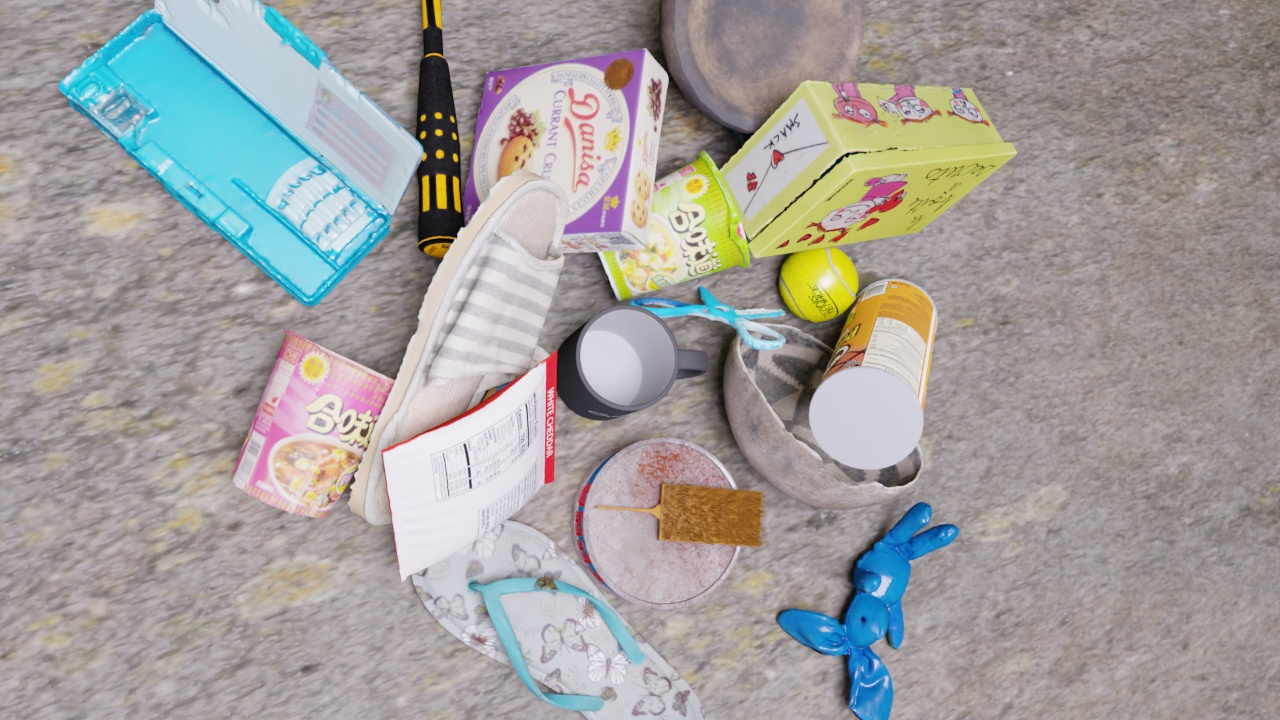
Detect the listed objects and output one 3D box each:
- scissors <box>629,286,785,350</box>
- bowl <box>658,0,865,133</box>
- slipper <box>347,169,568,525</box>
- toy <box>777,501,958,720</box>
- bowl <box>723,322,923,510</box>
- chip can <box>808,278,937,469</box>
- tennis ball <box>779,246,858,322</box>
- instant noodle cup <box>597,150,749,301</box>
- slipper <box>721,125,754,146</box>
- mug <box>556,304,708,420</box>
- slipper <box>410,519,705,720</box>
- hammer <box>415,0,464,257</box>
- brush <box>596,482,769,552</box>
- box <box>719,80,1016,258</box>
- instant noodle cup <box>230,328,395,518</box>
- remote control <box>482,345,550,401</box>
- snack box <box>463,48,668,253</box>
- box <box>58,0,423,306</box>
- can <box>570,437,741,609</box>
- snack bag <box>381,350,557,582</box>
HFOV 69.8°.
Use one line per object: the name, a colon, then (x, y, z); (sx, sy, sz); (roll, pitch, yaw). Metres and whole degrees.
scissors: (0.057, -0.036, 0.720); (0.139, 0.134, 0.011); (2, 114, -13)
bowl: (0.086, -0.259, 0.711); (0.162, 0.070, 0.162); (-6, 108, -19)
slipper: (-0.119, 0.001, 0.633); (0.054, 0.114, 0.273); (32, 103, 16)
toy: (0.189, 0.194, 0.751); (0.113, 0.071, 0.176); (32, 84, -7)
bowl: (0.129, 0.056, 0.729); (0.178, 0.081, 0.178); (27, 32, -19)
chip can: (0.185, 0.002, 0.707); (0.075, 0.075, 0.214); (50, 29, -4)
tennis ball: (0.151, -0.066, 0.778); (0.065, 0.065, 0.065); (3, 81, -16)
instant noodle cup: (0.018, -0.099, 0.727); (0.108, 0.099, 0.099); (-22, 88, 0)
slipper: (0.083, -0.309, 0.788); (0.101, 0.083, 0.263); (-26, 89, -21)
mug: (-0.004, 0.004, 0.710); (0.113, 0.088, 0.078); (0, 81, -17)
slipper: (-0.050, 0.208, 0.685); (0.269, 0.055, 0.098); (40, 69, -9)
hammer: (-0.164, -0.233, 0.713); (0.123, 0.036, 0.320); (-3, 77, -6)
brush: (0.035, 0.116, 0.693); (0.126, 0.017, 0.048); (7, 80, -15)
box: (0.185, -0.154, 0.736); (0.220, 0.125, 0.082); (-10, 69, -39)
instant noodle cup: (-0.227, 0.047, 0.640); (0.097, 0.098, 0.108); (27, 83, -11)
remote control: (-0.107, 0.044, 0.701); (0.125, 0.038, 0.018); (-60, 143, -15)
snack box: (-0.059, -0.154, 0.699); (0.148, 0.040, 0.143); (1, 77, 27)
box: (-0.275, -0.170, 0.661); (0.227, 0.085, 0.170); (42, 107, -7)
can: (0.013, 0.127, 0.720); (0.130, 0.044, 0.130); (3, 81, -16)
snack bag: (-0.110, 0.075, 0.637); (0.039, 0.131, 0.143); (34, 47, 30)
